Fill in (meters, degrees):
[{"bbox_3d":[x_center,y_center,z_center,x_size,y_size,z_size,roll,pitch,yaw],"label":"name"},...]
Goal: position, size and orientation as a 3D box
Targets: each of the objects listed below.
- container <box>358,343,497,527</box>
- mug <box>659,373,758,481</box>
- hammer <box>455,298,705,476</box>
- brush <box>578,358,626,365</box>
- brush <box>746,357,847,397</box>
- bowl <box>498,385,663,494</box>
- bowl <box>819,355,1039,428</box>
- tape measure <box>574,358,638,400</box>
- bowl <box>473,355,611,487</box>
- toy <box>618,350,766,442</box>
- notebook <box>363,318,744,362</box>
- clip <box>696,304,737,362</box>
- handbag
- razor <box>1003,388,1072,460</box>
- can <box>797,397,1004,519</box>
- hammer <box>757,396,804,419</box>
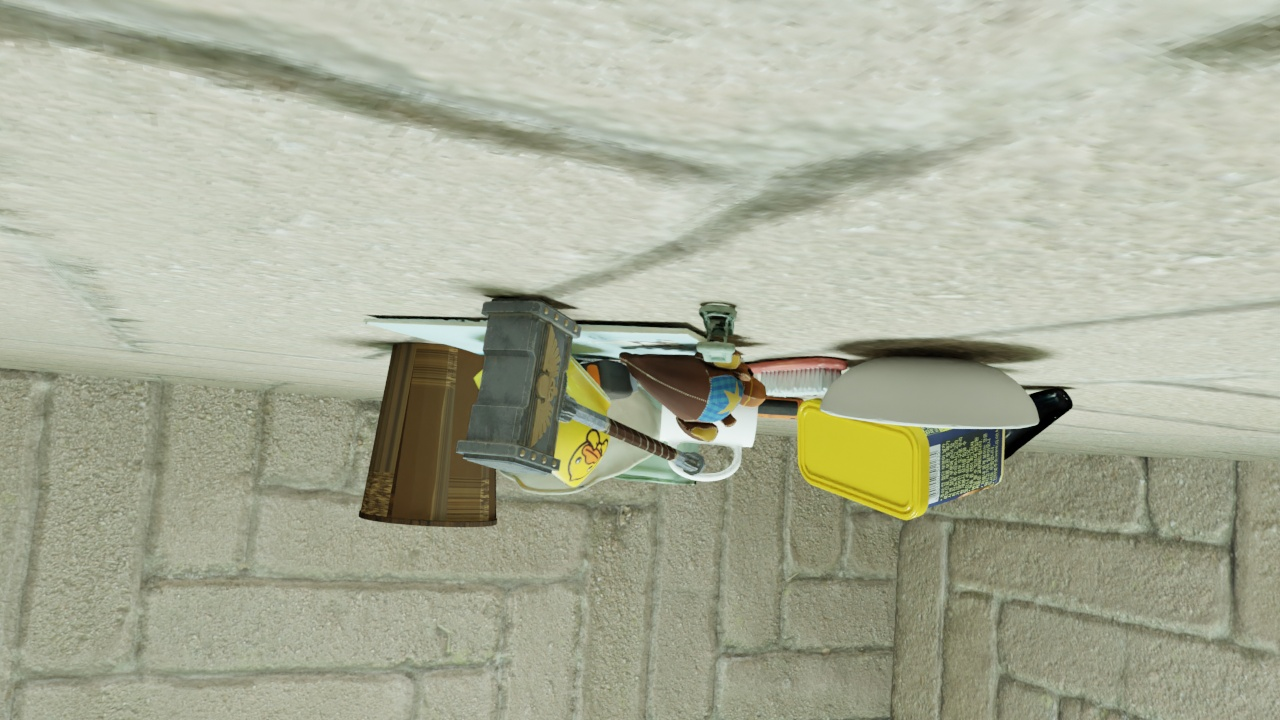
[{"bbox_3d":[-0.200,0.072,0.901,0.132,0.167,0.132,4,175,0],"label":"container"},{"bbox_3d":[0.065,0.063,0.899,0.090,0.110,0.074,4,166,1],"label":"mug"},{"bbox_3d":[-0.016,0.051,0.670,0.044,0.098,0.322,2,166,26],"label":"hammer"},{"bbox_3d":[-0.005,0.005,0.847,0.136,0.015,0.050,4,175,6],"label":"brush"},{"bbox_3d":[0.111,0.016,0.804,0.041,0.030,0.173,8,174,-34],"label":"brush"},{"bbox_3d":[-0.069,0.056,0.951,0.188,0.060,0.218,-3,-155,14],"label":"bowl"},{"bbox_3d":[0.205,0.019,0.657,0.149,0.043,0.149,2,-177,0],"label":"bowl"},{"bbox_3d":[-0.042,0.016,0.796,0.059,0.038,0.058,-12,170,21],"label":"tape measure"},{"bbox_3d":[-0.066,0.034,0.717,0.117,0.067,0.117,48,180,0],"label":"bowl"},{"bbox_3d":[0.039,0.011,0.686,0.103,0.071,0.090,25,-161,30],"label":"toy"},{"bbox_3d":[-0.059,-0.014,0.725,0.254,0.009,0.181,2,174,20],"label":"notebook"},{"bbox_3d":[0.046,-0.014,0.548,0.023,0.042,0.076,2,174,6],"label":"clip"},{"bbox_3d":[0.018,0.081,1.063,0.106,0.121,0.067,1,174,29],"label":"handbag"},{"bbox_3d":[0.340,0.062,0.879,0.053,0.063,0.141,12,140,-45],"label":"razor"},{"bbox_3d":[0.214,0.069,0.758,0.104,0.075,0.135,-10,-166,-30],"label":"can"},{"bbox_3d":[0.063,0.053,1.206,0.314,0.035,0.138,4,175,-5],"label":"hammer"}]
